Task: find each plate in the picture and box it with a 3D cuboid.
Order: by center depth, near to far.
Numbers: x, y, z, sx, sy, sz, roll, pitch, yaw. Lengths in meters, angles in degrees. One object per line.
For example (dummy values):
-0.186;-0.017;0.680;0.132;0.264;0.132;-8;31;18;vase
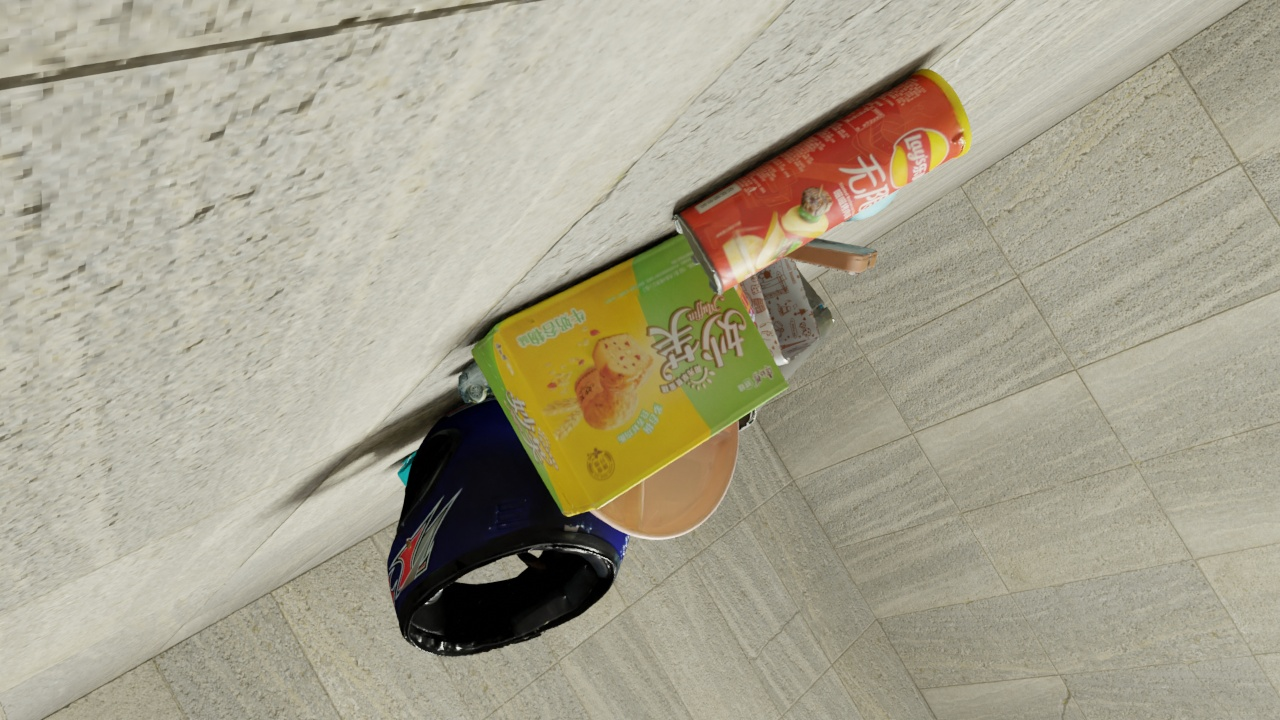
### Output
0.001;0.045;0.822;0.028;0.229;0.228;-18;-173;46;plate

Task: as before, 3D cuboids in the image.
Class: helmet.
-0.151;0.162;1.025;0.247;0.240;0.316;22;132;-35;helmet

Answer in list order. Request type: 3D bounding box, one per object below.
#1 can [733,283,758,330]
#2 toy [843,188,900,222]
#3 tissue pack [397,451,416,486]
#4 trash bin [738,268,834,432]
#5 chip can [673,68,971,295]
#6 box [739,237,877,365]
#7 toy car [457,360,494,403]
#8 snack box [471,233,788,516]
0.077;-0.056;0.949;0.067;0.094;0.066;-21;-144;17;can
0.227;-0.179;1.015;0.157;0.050;0.161;-24;172;24;toy
-0.276;0.185;1.268;0.050;0.133;0.093;-35;-179;-2;tissue pack
0.127;-0.029;1.266;0.219;0.199;0.199;-36;180;-30;trash bin
0.133;-0.131;0.677;0.216;0.073;0.073;-30;177;-1;chip can
0.183;-0.087;1.052;0.188;0.155;0.182;-16;-175;26;box
-0.120;0.006;0.798;0.091;0.034;0.042;-34;173;24;toy car
-0.005;0.005;0.739;0.209;0.157;0.070;-29;180;-27;snack box
